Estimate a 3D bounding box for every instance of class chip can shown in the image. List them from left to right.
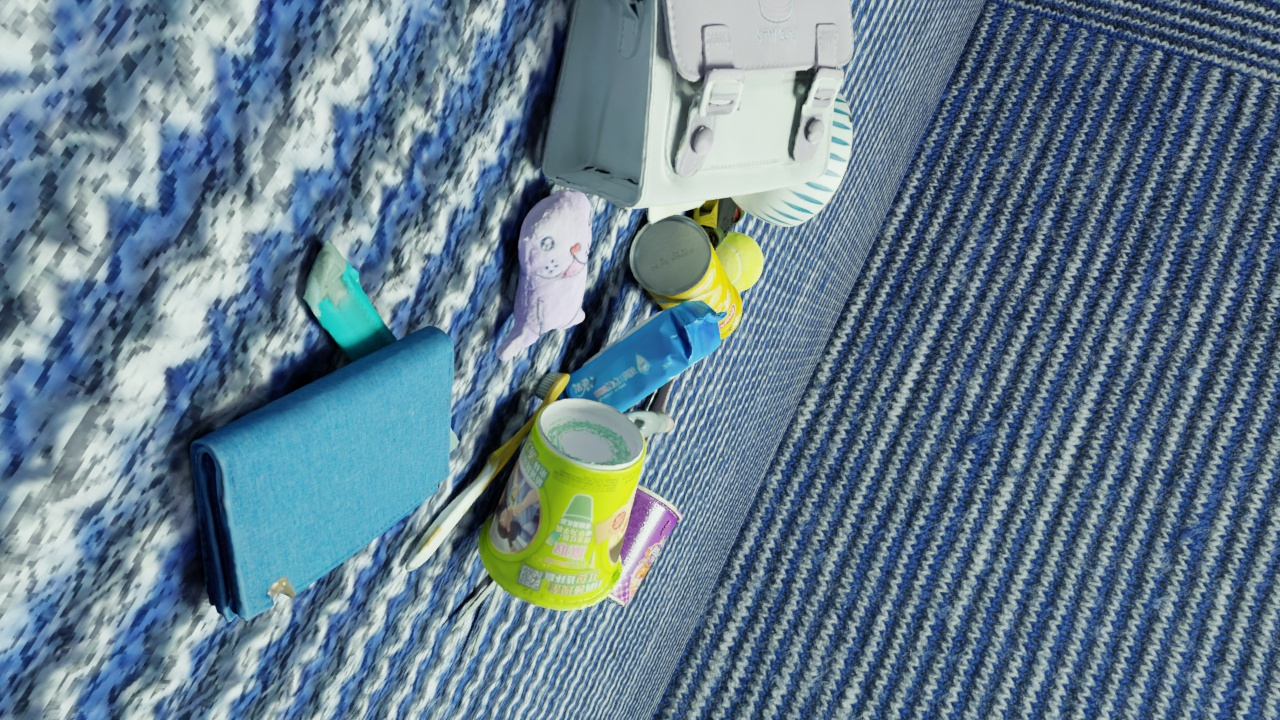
[{"bbox_3d":[0.046,-0.070,0.846,0.072,0.072,0.213,-66,164,-3],"label":"chip can"}]

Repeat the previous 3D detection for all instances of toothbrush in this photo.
[{"bbox_3d":[-0.106,0.072,0.647,0.190,0.018,0.016,-53,158,-34],"label":"toothbrush"}]

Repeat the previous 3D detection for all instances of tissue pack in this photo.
[{"bbox_3d":[-0.004,0.004,0.744,0.157,0.052,0.094,-35,177,20],"label":"tissue pack"}]

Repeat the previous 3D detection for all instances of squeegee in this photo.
[{"bbox_3d":[0.012,0.060,0.912,0.249,0.040,0.247,10,104,-83],"label":"squeegee"}]

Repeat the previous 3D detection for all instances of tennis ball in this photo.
[{"bbox_3d":[0.098,-0.104,0.977,0.065,0.065,0.066,-57,163,-30],"label":"tennis ball"}]

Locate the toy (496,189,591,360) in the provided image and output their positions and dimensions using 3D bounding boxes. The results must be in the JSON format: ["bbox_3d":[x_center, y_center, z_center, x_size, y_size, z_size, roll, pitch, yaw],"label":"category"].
[{"bbox_3d":[-0.057,-0.056,0.572,0.083,0.039,0.108,-36,148,-46],"label":"toy"}]

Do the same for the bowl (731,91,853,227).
[{"bbox_3d":[0.102,-0.168,0.719,0.066,0.116,0.117,8,110,-31],"label":"bowl"}]

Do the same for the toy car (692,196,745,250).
[{"bbox_3d":[0.079,-0.169,0.858,0.071,0.041,0.156,-52,161,-44],"label":"toy car"}]

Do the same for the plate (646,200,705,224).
[{"bbox_3d":[0.039,-0.192,0.704,0.164,0.034,0.164,-34,145,-62],"label":"plate"}]

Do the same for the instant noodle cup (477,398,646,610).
[{"bbox_3d":[-0.050,0.098,0.665,0.111,0.112,0.124,-43,157,-56],"label":"instant noodle cup"}]

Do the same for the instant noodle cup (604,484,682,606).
[{"bbox_3d":[-0.030,0.164,0.841,0.112,0.111,0.099,72,41,-68],"label":"instant noodle cup"}]

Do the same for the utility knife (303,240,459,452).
[{"bbox_3d":[-0.126,0.008,0.480,0.029,0.013,0.223,-58,163,-20],"label":"utility knife"}]

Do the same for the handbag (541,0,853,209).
[{"bbox_3d":[0.045,-0.176,0.563,0.196,0.098,0.145,-20,123,-46],"label":"handbag"}]

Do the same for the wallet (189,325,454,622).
[{"bbox_3d":[-0.143,0.050,0.432,0.132,0.040,0.107,-34,144,-47],"label":"wallet"}]

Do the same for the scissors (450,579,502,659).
[{"bbox_3d":[-0.111,0.174,0.781,0.173,0.012,0.162,-70,166,6],"label":"scissors"}]
